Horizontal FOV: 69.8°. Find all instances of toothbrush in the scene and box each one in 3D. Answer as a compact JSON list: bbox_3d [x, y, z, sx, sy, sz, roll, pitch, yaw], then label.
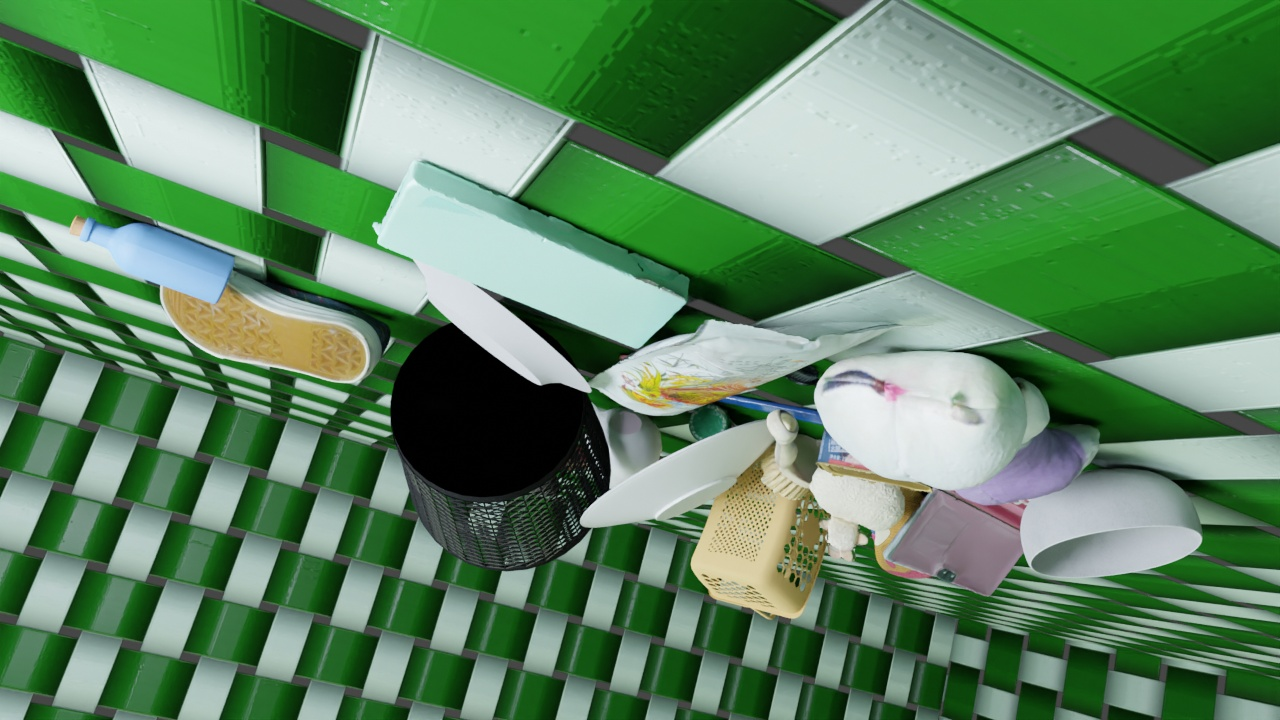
[{"bbox_3d":[0.193,0.033,0.723,0.188,0.014,0.017,19,158,-14],"label":"toothbrush"},{"bbox_3d":[0.092,0.042,0.861,0.190,0.017,0.016,10,167,21],"label":"toothbrush"}]

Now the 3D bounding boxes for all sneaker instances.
[{"bbox_3d":[-0.363,-0.039,0.926,0.235,0.087,0.079,18,-161,6],"label":"sneaker"},{"bbox_3d":[0.251,0.130,0.943,0.116,0.090,0.242,-1,140,31],"label":"sneaker"}]

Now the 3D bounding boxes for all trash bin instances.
[{"bbox_3d":[-0.134,0.077,0.883,0.217,0.216,0.244,15,160,2],"label":"trash bin"}]

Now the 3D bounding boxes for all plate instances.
[{"bbox_3d":[0.050,0.127,0.920,0.229,0.030,0.230,-24,162,-8],"label":"plate"},{"bbox_3d":[-0.112,-0.022,0.693,0.173,0.019,0.173,36,170,7],"label":"plate"}]

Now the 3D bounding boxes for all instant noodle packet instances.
[{"bbox_3d":[0.059,0.002,0.630,0.146,0.057,0.270,-4,175,-20],"label":"instant noodle packet"}]

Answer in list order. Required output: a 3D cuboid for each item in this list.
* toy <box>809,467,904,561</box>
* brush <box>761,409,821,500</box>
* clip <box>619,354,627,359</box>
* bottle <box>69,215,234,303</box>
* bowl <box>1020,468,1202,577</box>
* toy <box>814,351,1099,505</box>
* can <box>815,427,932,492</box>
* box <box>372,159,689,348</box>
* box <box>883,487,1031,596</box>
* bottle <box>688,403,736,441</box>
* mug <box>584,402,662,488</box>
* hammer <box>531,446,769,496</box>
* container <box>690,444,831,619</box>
[{"bbox_3d":[0.198,0.124,0.837,0.087,0.112,0.050,23,-175,5],"label":"toy"},{"bbox_3d":[0.137,0.084,0.843,0.062,0.077,0.272,49,-179,20],"label":"brush"},{"bbox_3d":[-0.003,-0.001,0.811,0.023,0.041,0.059,23,176,-17],"label":"clip"},{"bbox_3d":[-0.441,-0.096,0.828,0.131,0.048,0.048,23,165,-28],"label":"bottle"},{"bbox_3d":[0.382,0.129,0.758,0.132,0.064,0.132,-1,150,-1],"label":"bowl"},{"bbox_3d":[0.215,0.051,0.631,0.209,0.085,0.138,21,167,-42],"label":"toy"},{"bbox_3d":[0.202,0.073,0.776,0.100,0.059,0.054,9,165,26],"label":"can"},{"bbox_3d":[-0.077,-0.059,0.596,0.187,0.056,0.138,21,159,-20],"label":"box"},{"bbox_3d":[0.355,0.158,0.904,0.173,0.075,0.233,-35,138,28],"label":"box"},{"bbox_3d":[0.083,0.077,0.963,0.043,0.042,0.110,10,167,20],"label":"bottle"},{"bbox_3d":[-0.031,0.089,1.069,0.124,0.090,0.076,41,142,31],"label":"mug"},{"bbox_3d":[0.025,0.129,1.172,0.330,0.120,0.033,11,171,-24],"label":"hammer"},{"bbox_3d":[0.156,0.199,1.074,0.129,0.183,0.167,6,156,35],"label":"container"}]
